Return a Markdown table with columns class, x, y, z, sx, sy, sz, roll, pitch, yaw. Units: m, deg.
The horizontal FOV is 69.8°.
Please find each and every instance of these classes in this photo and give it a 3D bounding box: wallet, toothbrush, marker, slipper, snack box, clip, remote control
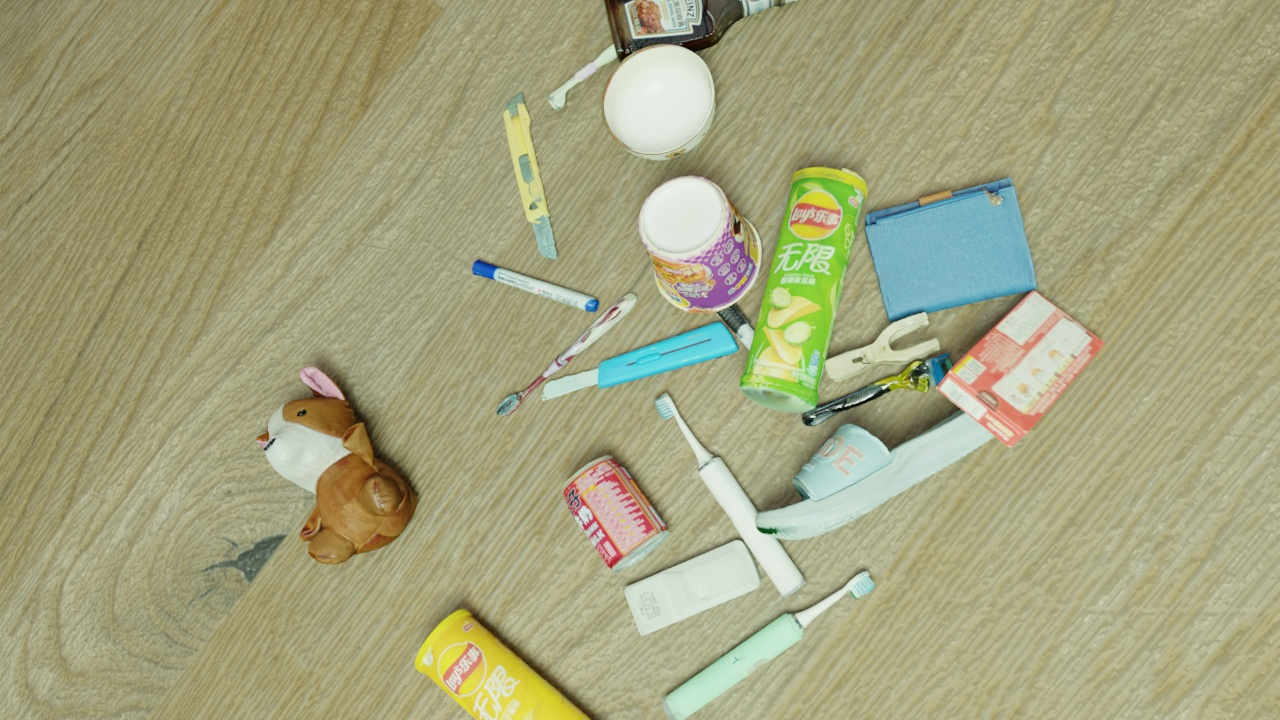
| class | x | y | z | sx | sy | sz | roll | pitch | yaw |
| --- | --- | --- | --- | --- | --- | --- | --- | --- | --- |
| wallet | 0.278 | -0.100 | 0.829 | 0.133 | 0.040 | 0.106 | -14 | 86 | 14 |
| toothbrush | 0.080 | 0.121 | 0.858 | 0.026 | 0.027 | 0.221 | -32 | 73 | -9 |
| marker | -0.110 | -0.077 | 0.951 | 0.146 | 0.017 | 0.017 | 19 | 87 | 19 |
| marker | 0.119 | -0.007 | 0.872 | 0.023 | 0.018 | 0.130 | -44 | 72 | 12 |
| slipper | 0.204 | 0.081 | 0.790 | 0.245 | 0.104 | 0.074 | -30 | 80 | 5 |
| toothbrush | 0.114 | 0.256 | 0.827 | 0.225 | 0.026 | 0.027 | -37 | 52 | 7 |
| snack box | 0.316 | 0.003 | 0.760 | 0.075 | 0.026 | 0.152 | 43 | 54 | 18 |
| clip | 0.224 | -0.006 | 0.841 | 0.105 | 0.080 | 0.034 | -29 | 75 | 29 |
| remote control | 0.048 | 0.211 | 0.855 | 0.125 | 0.024 | 0.049 | -26 | 74 | 12 |
| toothbrush | -0.019 | -0.328 | 0.964 | 0.190 | 0.020 | 0.029 | -36 | 41 | 7 |
| toothbrush | -0.076 | -0.005 | 0.929 | 0.188 | 0.017 | 0.016 | -41 | 73 | 8 |

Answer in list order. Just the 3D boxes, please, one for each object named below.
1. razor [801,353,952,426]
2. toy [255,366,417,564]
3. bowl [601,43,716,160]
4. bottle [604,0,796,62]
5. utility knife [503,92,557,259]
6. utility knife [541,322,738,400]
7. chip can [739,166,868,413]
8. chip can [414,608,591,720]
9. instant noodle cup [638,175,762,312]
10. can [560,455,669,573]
| class | x | y | z | sx | sy | sz | roll | pitch | yaw |
| --- | --- | --- | --- | --- | --- | --- | --- | --- | --- |
| razor | 0.214 | 0.030 | 0.836 | 0.143 | 0.043 | 0.022 | -22 | 34 | 16 |
| toy | -0.322 | 0.109 | 0.936 | 0.140 | 0.130 | 0.199 | -45 | 63 | 11 |
| bowl | 0.024 | -0.250 | 0.915 | 0.113 | 0.062 | 0.113 | -2 | 82 | 16 |
| bottle | 0.065 | -0.356 | 0.922 | 0.195 | 0.044 | 0.080 | -13 | 87 | 7 |
| utility knife | -0.116 | -0.195 | 0.976 | 0.031 | 0.020 | 0.194 | -19 | 81 | 19 |
| utility knife | -0.005 | 0.005 | 0.907 | 0.207 | 0.018 | 0.034 | -17 | 77 | 15 |
| chip can | 0.148 | -0.063 | 0.832 | 0.073 | 0.072 | 0.221 | 12 | 78 | 18 |
| chip can | -0.111 | 0.326 | 0.860 | 0.213 | 0.072 | 0.072 | 34 | 92 | 17 |
| instant noodle cup | 0.052 | -0.113 | 0.858 | 0.112 | 0.099 | 0.111 | -6 | 70 | 16 |
| can | -0.025 | 0.144 | 0.864 | 0.066 | 0.066 | 0.094 | -39 | 73 | 7 |
